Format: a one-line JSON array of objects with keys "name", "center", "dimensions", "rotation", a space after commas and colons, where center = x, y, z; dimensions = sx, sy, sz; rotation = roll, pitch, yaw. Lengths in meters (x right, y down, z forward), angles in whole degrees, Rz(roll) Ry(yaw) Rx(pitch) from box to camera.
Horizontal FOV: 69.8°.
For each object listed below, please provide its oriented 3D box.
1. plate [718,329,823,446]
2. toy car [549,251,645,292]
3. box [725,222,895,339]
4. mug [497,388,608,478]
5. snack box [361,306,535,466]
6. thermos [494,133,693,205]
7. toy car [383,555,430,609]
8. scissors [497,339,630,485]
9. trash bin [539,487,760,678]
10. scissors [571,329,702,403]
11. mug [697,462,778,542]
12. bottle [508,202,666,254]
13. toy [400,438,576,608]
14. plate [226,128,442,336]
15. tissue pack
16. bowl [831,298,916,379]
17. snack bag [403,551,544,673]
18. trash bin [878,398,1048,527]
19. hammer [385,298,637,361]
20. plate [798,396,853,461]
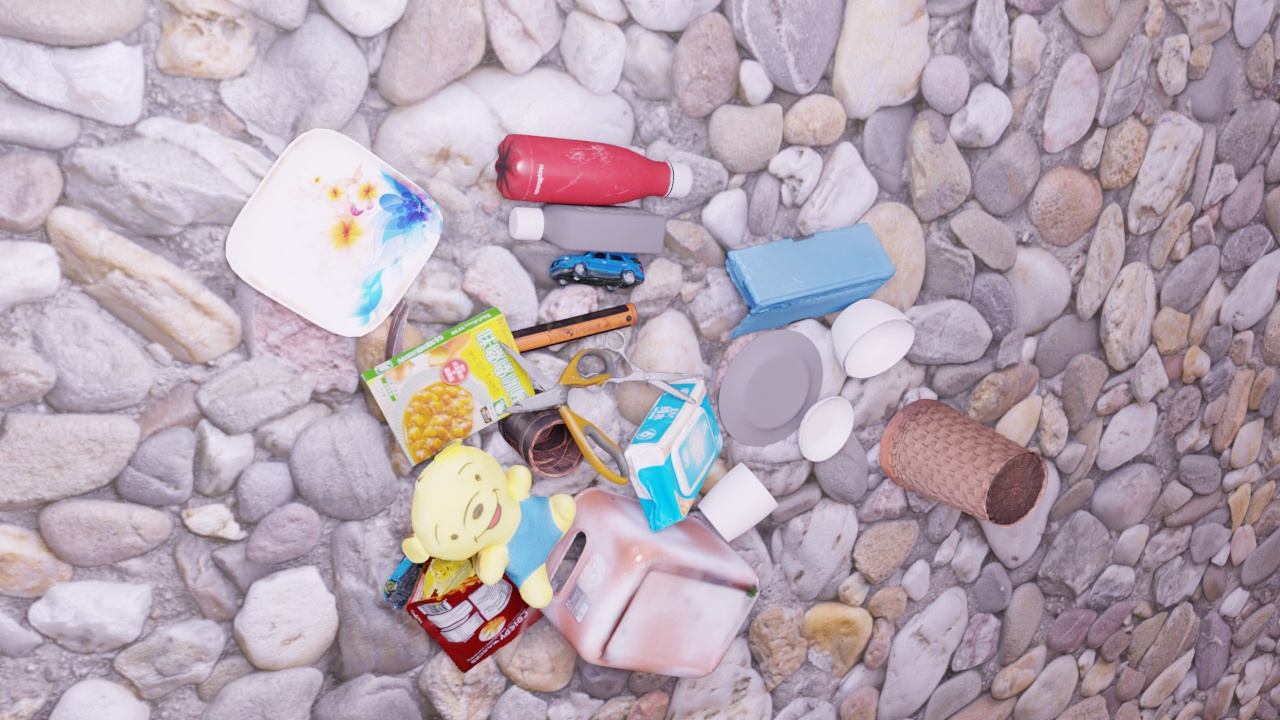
[{"name": "plate", "center": [0.190, 0.042, 1.307], "dimensions": [0.178, 0.012, 0.179], "rotation": [-11, 114, -25]}, {"name": "toy car", "center": [-0.053, -0.111, 1.115], "dimensions": [0.120, 0.056, 0.043], "rotation": [1, 81, -33]}, {"name": "box", "center": [0.220, -0.108, 1.265], "dimensions": [0.231, 0.094, 0.112], "rotation": [-15, 157, -23]}, {"name": "mug", "center": [-0.105, 0.095, 1.125], "dimensions": [0.115, 0.107, 0.080], "rotation": [24, 95, -31]}, {"name": "snack box", "center": [-0.214, 0.031, 1.052], "dimensions": [0.167, 0.027, 0.132], "rotation": [-29, 128, -15]}, {"name": "thermos", "center": [-0.046, -0.217, 1.068], "dimensions": [0.239, 0.073, 0.073], "rotation": [-1, 107, -27]}, {"name": "toy car", "center": [-0.278, 0.257, 1.134], "dimensions": [0.105, 0.032, 0.048], "rotation": [-54, 138, -9]}, {"name": "scissors", "center": [-0.076, 0.054, 1.068], "dimensions": [0.229, 0.016, 0.224], "rotation": [59, 33, 5]}, {"name": "trash bin", "center": [0.013, 0.300, 1.208], "dimensions": [0.259, 0.157, 0.181], "rotation": [25, 96, -41]}, {"name": "scissors", "center": [-0.007, 0.028, 1.169], "dimensions": [0.147, 0.014, 0.141], "rotation": [-41, 86, 0]}, {"name": "mug", "center": [0.140, 0.210, 1.315], "dimensions": [0.087, 0.081, 0.114], "rotation": [-40, 151, -3]}, {"name": "bottle", "center": [-0.066, -0.156, 1.074], "dimensions": [0.173, 0.084, 0.046], "rotation": [-1, 107, -26]}, {"name": "toy", "center": [-0.179, 0.186, 1.069], "dimensions": [0.214, 0.084, 0.148], "rotation": [31, 70, -33]}, {"name": "plate", "center": [-0.326, -0.135, 0.988], "dimensions": [0.187, 0.016, 0.187], "rotation": [35, 90, -32]}, {"name": "tissue pack", "center": [0.043, 0.117, 1.179], "dimensions": [0.208, 0.066, 0.117], "rotation": [-51, 130, -53]}, {"name": "bowl", "center": [0.324, -0.036, 1.305], "dimensions": [0.116, 0.065, 0.116], "rotation": [-16, 139, -14]}, {"name": "snack bag", "center": [-0.207, 0.319, 1.166], "dimensions": [0.138, 0.067, 0.208], "rotation": [-41, 136, -15]}, {"name": "trash bin", "center": [0.487, 0.161, 1.388], "dimensions": [0.151, 0.210, 0.151], "rotation": [-9, 111, -24]}, {"name": "hammer", "center": [-0.148, -0.034, 1.098], "dimensions": [0.313, 0.035, 0.138], "rotation": [-15, 121, -24]}, {"name": "plate", "center": [0.269, 0.097, 1.359], "dimensions": [0.104, 0.026, 0.104], "rotation": [-14, 118, -27]}]
